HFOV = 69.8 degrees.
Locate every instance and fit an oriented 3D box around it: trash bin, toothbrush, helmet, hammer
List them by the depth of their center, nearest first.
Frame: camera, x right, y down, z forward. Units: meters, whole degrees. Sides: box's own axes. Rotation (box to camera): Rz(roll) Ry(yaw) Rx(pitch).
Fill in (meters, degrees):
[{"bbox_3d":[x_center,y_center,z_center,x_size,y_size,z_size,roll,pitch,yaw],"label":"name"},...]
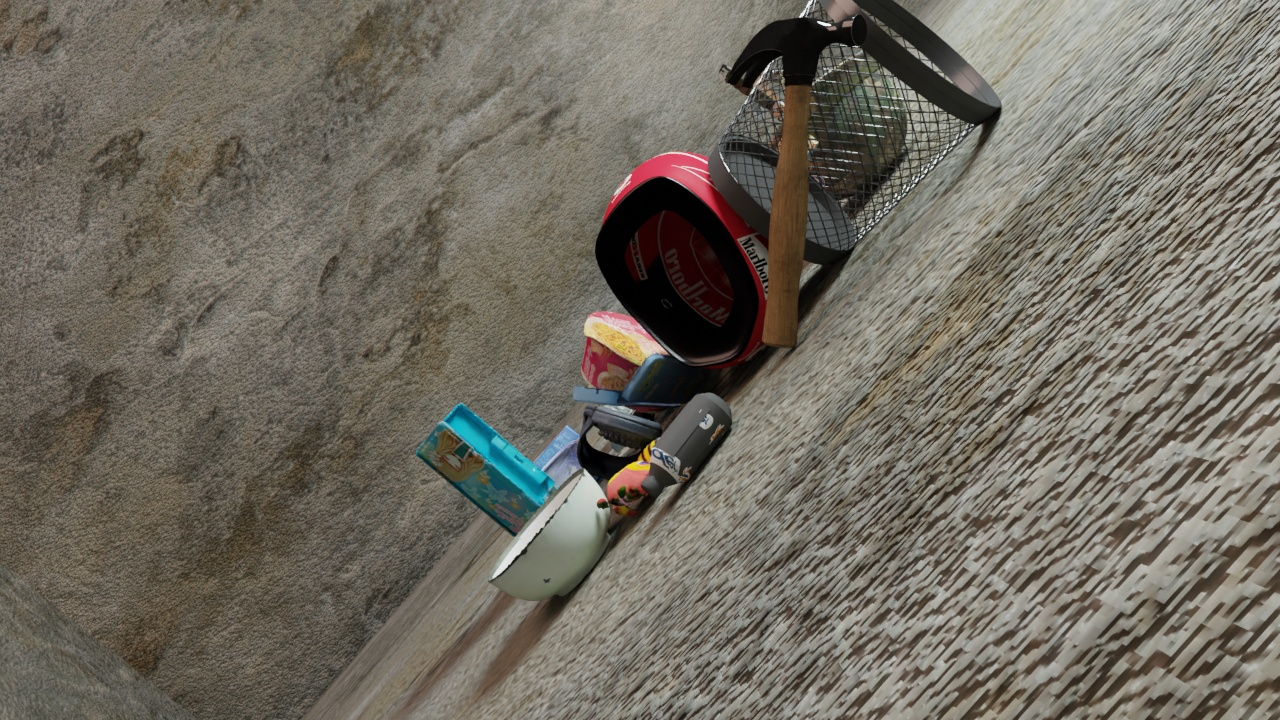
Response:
[{"bbox_3d":[0.140,-0.166,0.881,0.132,0.305,0.040,12,13,43],"label":"hammer"},{"bbox_3d":[0.213,-0.247,0.970,0.228,0.218,0.217,-51,3,32],"label":"trash bin"},{"bbox_3d":[0.080,-0.119,1.086,0.198,0.271,0.224,-45,-16,27],"label":"helmet"},{"bbox_3d":[0.225,-0.318,1.217,0.225,0.236,0.192,-34,7,31],"label":"helmet"},{"bbox_3d":[-0.041,0.152,1.280,0.189,0.017,0.016,-46,16,17],"label":"toothbrush"}]

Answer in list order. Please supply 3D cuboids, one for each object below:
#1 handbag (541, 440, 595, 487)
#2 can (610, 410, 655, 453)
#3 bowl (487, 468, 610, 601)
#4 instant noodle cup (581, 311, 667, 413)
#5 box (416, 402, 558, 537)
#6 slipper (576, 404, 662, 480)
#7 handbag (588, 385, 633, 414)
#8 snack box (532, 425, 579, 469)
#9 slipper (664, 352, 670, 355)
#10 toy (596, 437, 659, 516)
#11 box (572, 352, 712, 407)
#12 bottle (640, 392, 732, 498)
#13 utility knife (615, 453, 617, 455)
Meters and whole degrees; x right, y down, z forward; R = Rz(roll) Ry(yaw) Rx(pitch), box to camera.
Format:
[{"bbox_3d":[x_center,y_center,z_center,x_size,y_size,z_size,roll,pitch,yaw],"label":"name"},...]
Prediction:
[{"bbox_3d":[-0.127,0.206,1.371,0.158,0.069,0.127,-49,-11,-18],"label":"handbag"},{"bbox_3d":[-0.010,0.098,1.318,0.080,0.031,0.032,-52,5,-39],"label":"can"},{"bbox_3d":[-0.085,0.193,0.967,0.153,0.073,0.153,-49,5,5],"label":"bowl"},{"bbox_3d":[-0.008,0.008,1.299,0.078,0.178,0.178,-65,-2,21],"label":"instant noodle cup"},{"bbox_3d":[-0.180,0.155,1.218,0.097,0.227,0.117,-51,4,-24],"label":"box"},{"bbox_3d":[-0.026,0.104,1.091,0.264,0.101,0.082,135,151,-83],"label":"slipper"},{"bbox_3d":[-0.011,0.009,1.503,0.172,0.123,0.112,-53,-3,17],"label":"handbag"},{"bbox_3d":[-0.129,0.173,1.475,0.087,0.033,0.154,-48,-19,-20],"label":"snack box"},{"bbox_3d":[0.073,-0.044,1.255,0.094,0.064,0.238,-29,4,26],"label":"slipper"},{"bbox_3d":[-0.001,0.122,0.945,0.103,0.046,0.084,-48,-4,-44],"label":"toy"},{"bbox_3d":[0.012,0.035,1.094,0.122,0.047,0.209,-23,-12,21],"label":"box"},{"bbox_3d":[0.041,0.081,0.860,0.112,0.047,0.047,-51,5,-16],"label":"bottle"},{"bbox_3d":[0.015,0.078,1.389,0.227,0.019,0.031,-54,-3,-25],"label":"utility knife"}]
